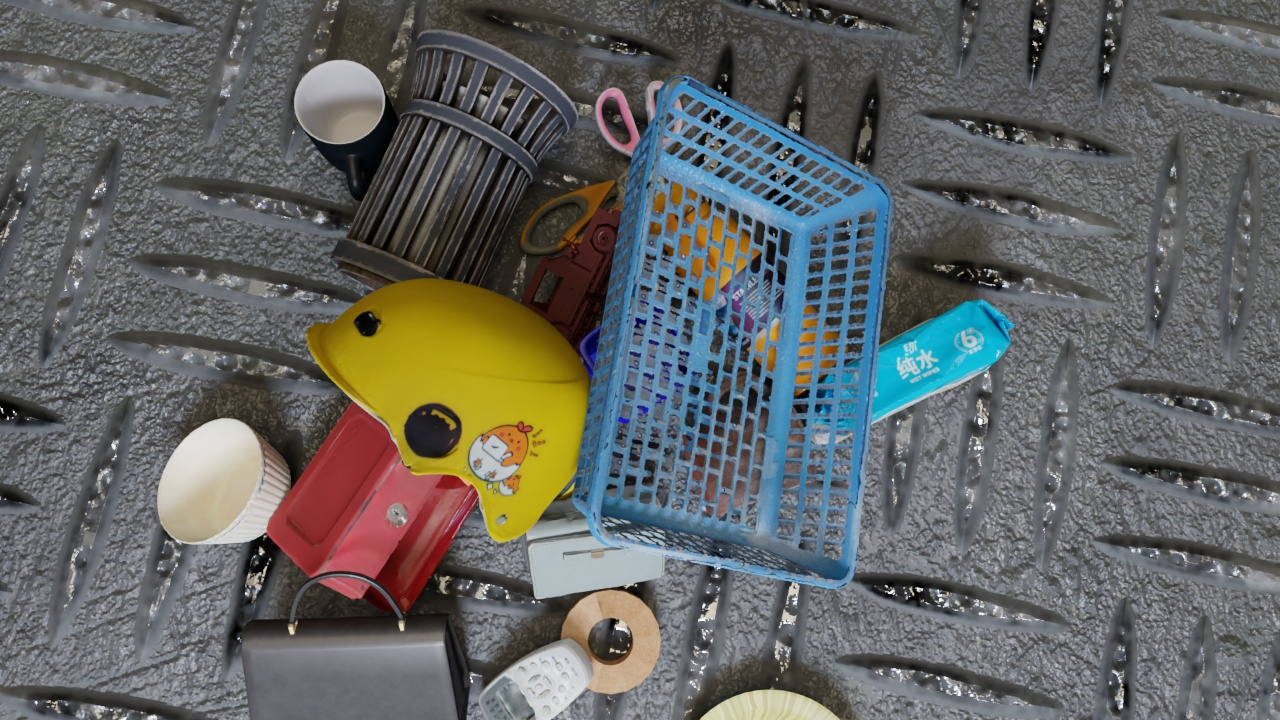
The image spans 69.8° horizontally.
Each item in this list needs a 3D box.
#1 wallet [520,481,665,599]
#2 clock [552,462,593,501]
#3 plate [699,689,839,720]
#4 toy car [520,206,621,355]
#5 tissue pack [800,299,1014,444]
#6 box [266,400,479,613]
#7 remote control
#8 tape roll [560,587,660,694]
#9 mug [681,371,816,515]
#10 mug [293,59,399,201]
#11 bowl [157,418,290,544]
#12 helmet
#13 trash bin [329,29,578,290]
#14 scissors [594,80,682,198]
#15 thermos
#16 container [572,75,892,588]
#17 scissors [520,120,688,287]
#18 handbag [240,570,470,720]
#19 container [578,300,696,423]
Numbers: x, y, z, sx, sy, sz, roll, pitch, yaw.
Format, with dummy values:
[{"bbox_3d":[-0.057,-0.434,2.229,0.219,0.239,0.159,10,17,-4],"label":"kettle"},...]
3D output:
[{"bbox_3d":[-0.043,0.168,0.844,0.131,0.054,0.100,-8,124,-5],"label":"wallet"},{"bbox_3d":[-0.096,0.098,0.868,0.119,0.057,0.083,-14,75,15],"label":"clock"},{"bbox_3d":[0.117,0.398,0.848,0.184,0.036,0.184,0,81,-3],"label":"plate"},{"bbox_3d":[-0.063,-0.070,0.878,0.062,0.070,0.170,29,100,18],"label":"toy car"},{"bbox_3d":[0.242,0.018,0.876,0.209,0.117,0.066,-26,78,-7],"label":"tissue pack"},{"bbox_3d":[-0.244,0.121,0.819,0.137,0.126,0.157,24,78,28],"label":"box"},{"bbox_3d":[-0.095,0.299,0.838,0.114,0.028,0.060,-35,82,15],"label":"remote control"},{"bbox_3d":[-0.029,0.263,0.866,0.094,0.027,0.094,0,81,-3],"label":"tape roll"},{"bbox_3d":[0.095,0.075,0.870,0.110,0.096,0.123,-19,85,-10],"label":"mug"},{"bbox_3d":[-0.279,-0.215,0.895,0.085,0.094,0.121,-8,81,-4],"label":"mug"},{"bbox_3d":[-0.373,0.117,0.840,0.115,0.062,0.115,-9,65,19],"label":"bowl"},{"bbox_3d":[-0.131,0.011,0.747,0.140,0.209,0.240,-43,111,5],"label":"helmet"},{"bbox_3d":[-0.180,-0.162,0.863,0.164,0.164,0.227,23,84,1],"label":"trash bin"},{"bbox_3d":[0.024,-0.203,0.940,0.101,0.016,0.178,-22,88,-16],"label":"scissors"},{"bbox_3d":[0.098,-0.074,0.888,0.076,0.091,0.232,-41,88,-5],"label":"thermos"},{"bbox_3d":[0.074,-0.013,0.754,0.257,0.089,0.361,18,74,-31],"label":"container"},{"bbox_3d":[-0.015,-0.163,0.942,0.228,0.016,0.114,-42,86,-10],"label":"scissors"},{"bbox_3d":[-0.244,0.248,0.776,0.176,0.072,0.196,-1,125,-3],"label":"handbag"},{"bbox_3d":[-0.005,0.005,0.865,0.085,0.114,0.084,-32,84,-8],"label":"container"}]
